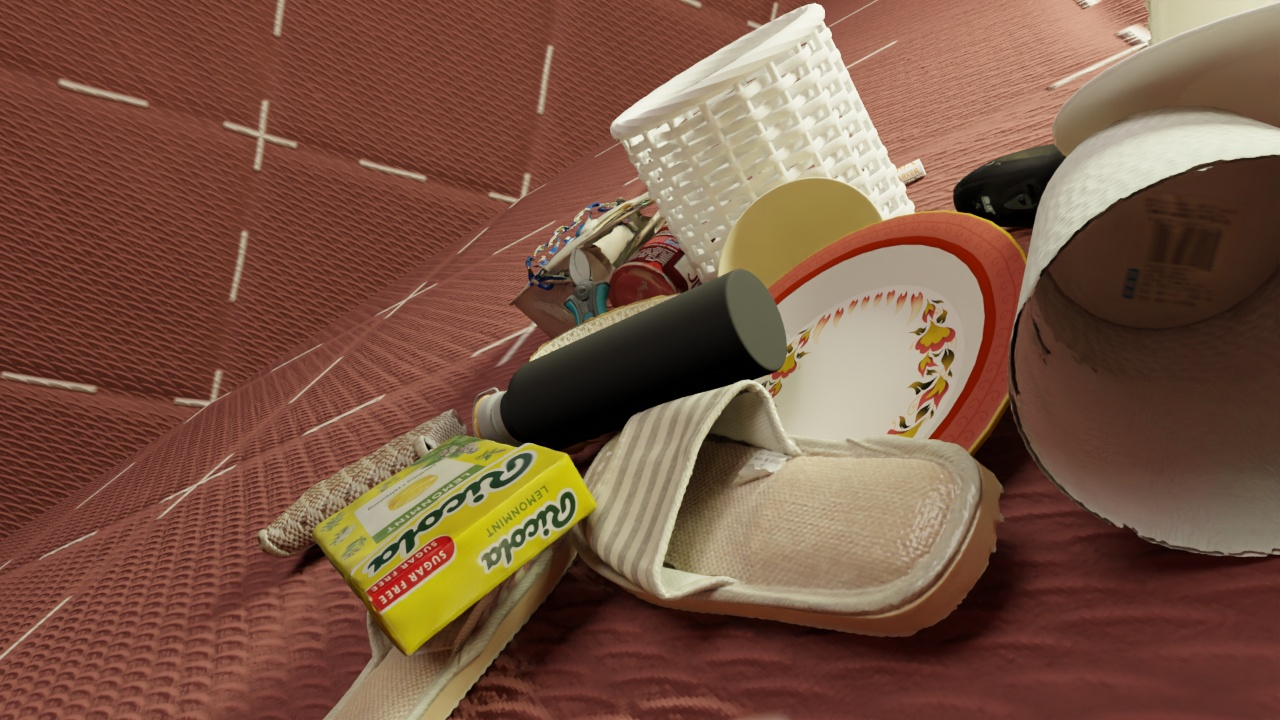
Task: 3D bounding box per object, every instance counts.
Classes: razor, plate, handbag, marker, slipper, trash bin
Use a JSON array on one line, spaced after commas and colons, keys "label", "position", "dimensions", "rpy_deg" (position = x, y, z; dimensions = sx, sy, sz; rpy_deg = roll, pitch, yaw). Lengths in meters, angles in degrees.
[{"label": "razor", "position": [0.258, -0.109, 0.587], "dimensions": [0.063, 0.053, 0.141], "rpy_deg": [-32, 15, -28]}, {"label": "plate", "position": [0.105, 0.013, 0.492], "dimensions": [0.230, 0.021, 0.229], "rpy_deg": [-37, 29, 24]}, {"label": "handbag", "position": [-0.041, -0.121, 0.965], "dimensions": [0.200, 0.093, 0.200], "rpy_deg": [-42, 8, 32]}, {"label": "marker", "position": [0.193, -0.148, 0.856], "dimensions": [0.146, 0.017, 0.017], "rpy_deg": [-23, 19, 24]}, {"label": "slipper", "position": [0.042, 0.066, 0.437], "dimensions": [0.273, 0.054, 0.114], "rpy_deg": [0, 58, 56]}, {"label": "plate", "position": [0.289, -0.116, 0.390], "dimensions": [0.208, 0.015, 0.209], "rpy_deg": [2, -7, 0]}, {"label": "slipper", "position": [-0.114, 0.147, 0.522], "dimensions": [0.115, 0.052, 0.262], "rpy_deg": [-18, 23, 40]}, {"label": "trash bin", "position": [0.207, -0.029, 0.343], "dimensions": [0.134, 0.133, 0.160], "rpy_deg": [-22, 15, 28]}, {"label": "handbag", "position": [-0.250, 0.115, 0.846], "dimensions": [0.186, 0.047, 0.124], "rpy_deg": [-29, 10, 7]}]

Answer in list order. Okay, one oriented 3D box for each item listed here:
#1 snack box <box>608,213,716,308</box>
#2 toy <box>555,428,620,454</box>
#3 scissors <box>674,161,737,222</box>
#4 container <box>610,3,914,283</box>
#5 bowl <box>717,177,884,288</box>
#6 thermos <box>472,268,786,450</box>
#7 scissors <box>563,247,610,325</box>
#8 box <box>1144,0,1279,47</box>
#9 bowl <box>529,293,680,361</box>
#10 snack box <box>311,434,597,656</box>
[{"label": "snack box", "position": [0.027, -0.087, 0.882], "dimensions": [0.072, 0.072, 0.121], "rpy_deg": [-17, 21, 38]}, {"label": "toy", "position": [-0.064, 0.062, 0.666], "dimensions": [0.100, 0.062, 0.076], "rpy_deg": [-16, -5, -5]}, {"label": "scissors", "position": [0.081, -0.160, 0.921], "dimensions": [0.157, 0.170, 0.013], "rpy_deg": [0, -41, -32]}, {"label": "container", "position": [0.101, -0.159, 0.756], "dimensions": [0.189, 0.187, 0.189], "rpy_deg": [-29, 18, 10]}, {"label": "bowl", "position": [0.121, -0.054, 0.613], "dimensions": [0.118, 0.118, 0.074], "rpy_deg": [-22, -22, 28]}, {"label": "thermos", "position": [-0.024, 0.014, 0.568], "dimensions": [0.232, 0.061, 0.061], "rpy_deg": [-22, 20, 33]}, {"label": "scissors", "position": [-0.040, -0.045, 0.833], "dimensions": [0.139, 0.019, 0.136], "rpy_deg": [15, 78, 35]}, {"label": "box", "position": [0.302, -0.179, 0.433], "dimensions": [0.144, 0.184, 0.098], "rpy_deg": [-12, 66, 20]}, {"label": "bowl", "position": [-0.004, 0.004, 0.679], "dimensions": [0.145, 0.063, 0.145], "rpy_deg": [-18, 15, 5]}, {"label": "snack box", "position": [-0.116, 0.090, 0.524], "dimensions": [0.121, 0.045, 0.181], "rpy_deg": [-35, 17, -23]}]
